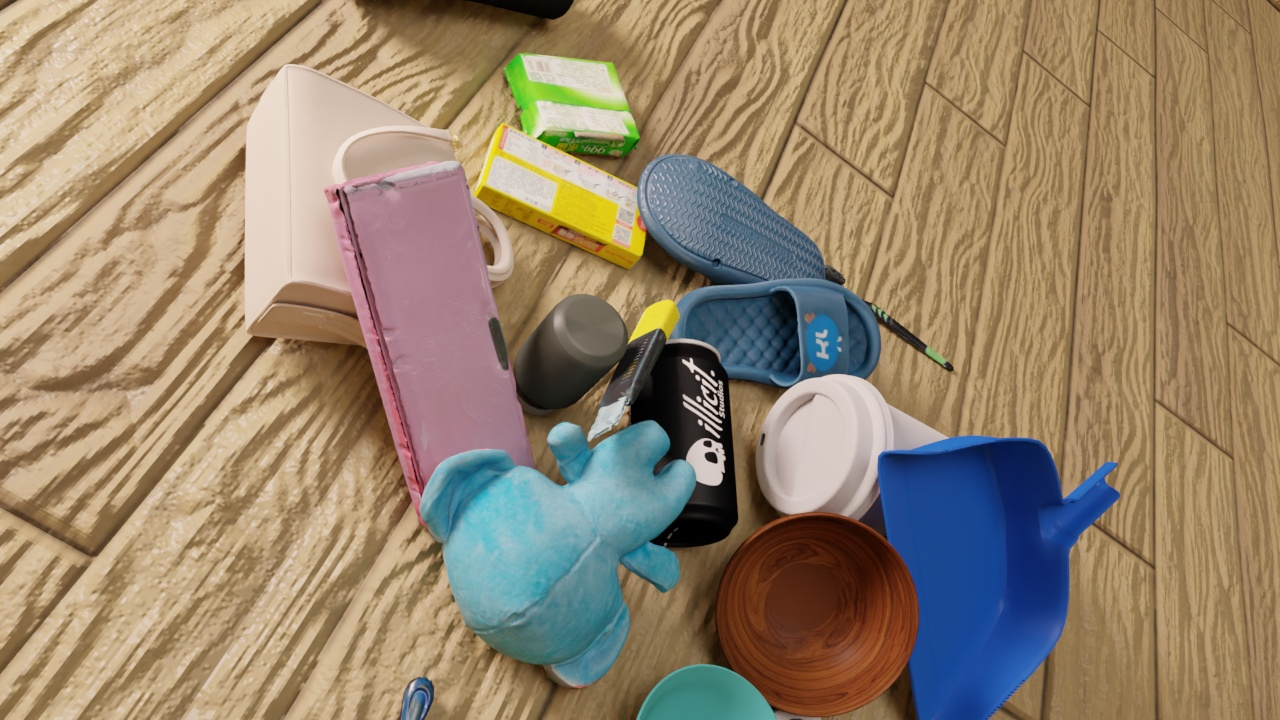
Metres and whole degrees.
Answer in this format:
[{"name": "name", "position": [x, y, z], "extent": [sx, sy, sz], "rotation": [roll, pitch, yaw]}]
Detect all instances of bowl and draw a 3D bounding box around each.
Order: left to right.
[{"name": "bowl", "position": [0.037, 0.271, 0.616], "extent": [0.121, 0.046, 0.121], "rotation": [14, 58, -24]}, {"name": "bowl", "position": [0.127, 0.184, 0.694], "extent": [0.147, 0.069, 0.147], "rotation": [0, 89, 0]}]

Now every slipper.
[{"name": "slipper", "position": [0.083, -0.108, 0.849], "extent": [0.213, 0.059, 0.103], "rotation": [27, 63, -24]}, {"name": "slipper", "position": [0.127, -0.025, 0.810], "extent": [0.213, 0.059, 0.104], "rotation": [4, 90, -23]}]

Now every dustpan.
[{"name": "dustpan", "position": [0.309, 0.141, 0.750], "extent": [0.256, 0.060, 0.246], "rotation": [-24, 109, -36]}]

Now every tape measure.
[{"name": "tape measure", "position": [0.110, 0.286, 0.672], "extent": [0.064, 0.017, 0.065], "rotation": [-14, 72, -36]}]

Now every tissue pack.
[{"name": "tissue pack", "position": [-0.061, -0.234, 0.846], "extent": [0.113, 0.034, 0.099], "rotation": [-3, 64, -32]}]

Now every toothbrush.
[{"name": "toothbrush", "position": [0.255, -0.043, 0.944], "extent": [0.188, 0.017, 0.014], "rotation": [34, 50, -13]}]

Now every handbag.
[{"name": "handbag", "position": [-0.177, -0.094, 0.670], "extent": [0.197, 0.102, 0.194], "rotation": [11, 58, -40]}]

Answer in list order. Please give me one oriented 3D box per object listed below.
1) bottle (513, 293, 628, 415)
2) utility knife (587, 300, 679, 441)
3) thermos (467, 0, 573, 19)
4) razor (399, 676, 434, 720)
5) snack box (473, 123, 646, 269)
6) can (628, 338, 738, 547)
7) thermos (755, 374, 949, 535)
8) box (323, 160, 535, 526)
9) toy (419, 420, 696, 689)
[{"name": "bottle", "position": [-0.057, 0.000, 0.669], "extent": [0.060, 0.109, 0.060], "rotation": [14, 58, -24]}, {"name": "utility knife", "position": [-0.004, 0.004, 0.656], "extent": [0.020, 0.029, 0.197], "rotation": [64, 25, -19]}, {"name": "thermos", "position": [-0.163, -0.366, 0.819], "extent": [0.218, 0.106, 0.105], "rotation": [0, 64, -37]}, {"name": "razor", "position": [-0.145, 0.255, 0.534], "extent": [0.044, 0.018, 0.140], "rotation": [24, 51, -18]}, {"name": "snack box", "position": [-0.064, -0.142, 0.798], "extent": [0.152, 0.025, 0.075], "rotation": [22, 55, -19]}, {"name": "can", "position": [0.031, 0.063, 0.706], "extent": [0.080, 0.080, 0.145], "rotation": [13, 58, -25]}, {"name": "thermos", "position": [0.218, 0.099, 0.780], "extent": [0.221, 0.132, 0.131], "rotation": [20, 55, -30]}, {"name": "box", "position": [-0.132, -0.008, 0.600], "extent": [0.098, 0.041, 0.233], "rotation": [-25, 112, -41]}, {"name": "toy", "position": [-0.048, 0.113, 0.615], "extent": [0.180, 0.115, 0.183], "rotation": [-41, 102, -19]}]
